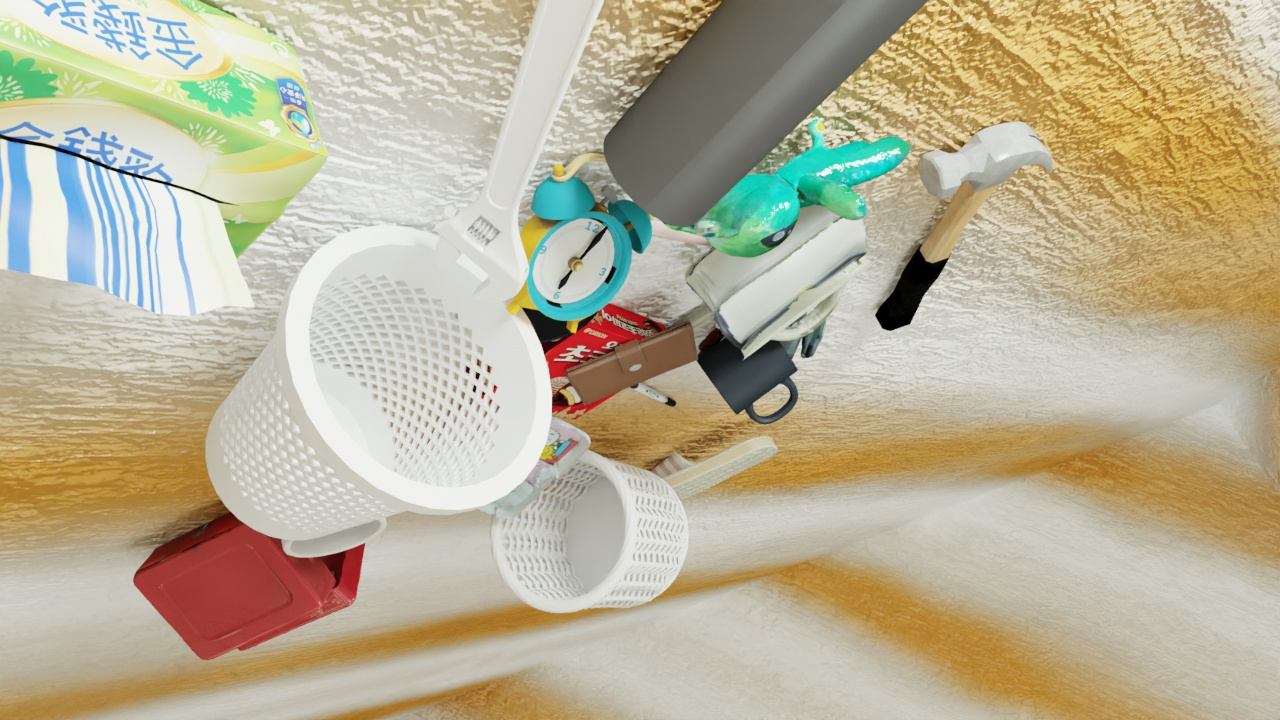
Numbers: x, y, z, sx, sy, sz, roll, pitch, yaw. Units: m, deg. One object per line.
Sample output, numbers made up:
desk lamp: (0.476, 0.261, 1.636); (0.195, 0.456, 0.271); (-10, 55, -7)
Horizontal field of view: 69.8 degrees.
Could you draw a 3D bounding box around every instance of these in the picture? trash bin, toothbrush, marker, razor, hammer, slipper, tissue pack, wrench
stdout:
trash bin: (-0.202, 0.038, 0.651); (0.200, 0.195, 0.195); (-28, 158, 39)
toothbrush: (0.059, -0.098, 0.777); (0.181, 0.018, 0.016); (6, 142, -47)
marker: (0.008, 0.035, 1.029); (0.011, 0.011, 0.152); (-29, 156, 16)
razor: (0.131, -0.018, 0.991); (0.143, 0.052, 0.047); (-12, 159, 0)
hammer: (0.303, -0.119, 0.927); (0.131, 0.039, 0.329); (-19, 157, -11)
slipper: (0.070, 0.159, 1.309); (0.263, 0.052, 0.115); (-27, 159, 20)
tissue pack: (-0.236, -0.085, 0.379); (0.197, 0.141, 0.121); (6, 144, -48)
wrench: (-0.068, -0.132, 0.535); (0.066, 0.018, 0.274); (25, 135, -6)

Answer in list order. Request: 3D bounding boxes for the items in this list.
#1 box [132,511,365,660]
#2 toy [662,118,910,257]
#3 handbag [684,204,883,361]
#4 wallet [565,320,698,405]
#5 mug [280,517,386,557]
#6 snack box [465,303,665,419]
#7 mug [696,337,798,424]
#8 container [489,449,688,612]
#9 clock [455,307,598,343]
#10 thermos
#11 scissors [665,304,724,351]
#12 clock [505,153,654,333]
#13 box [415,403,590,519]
box: (-0.402, 0.210, 0.959); (0.157, 0.156, 0.170); (-25, 130, 8)
toy: (0.107, -0.127, 0.675); (0.193, 0.072, 0.131); (-28, -160, -19)
handbag: (0.139, -0.059, 0.812); (0.151, 0.074, 0.176); (-34, 148, 6)
wallet: (-0.005, 0.005, 0.853); (0.121, 0.013, 0.087); (-22, 157, 0)
mug: (-0.286, 0.115, 0.840); (0.090, 0.090, 0.122); (-7, 153, -32)
snack box: (-0.062, 0.000, 0.859); (0.133, 0.035, 0.152); (-33, 155, 23)
mug: (0.118, 0.017, 0.942); (0.077, 0.105, 0.071); (-36, -163, 4)
container: (-0.058, 0.212, 1.134); (0.189, 0.189, 0.186); (-29, 158, 15)
clock: (-0.087, -0.049, 0.721); (0.120, 0.042, 0.091); (-13, 156, -20)
thermos: (0.082, -0.183, 0.526); (0.082, 0.082, 0.241); (2, 147, -44)
scissors: (0.096, -0.058, 0.901); (0.179, 0.015, 0.185); (-19, 157, -7)
clock: (-0.042, -0.083, 0.650); (0.099, 0.044, 0.130); (15, 110, -42)
box: (-0.162, 0.103, 0.971); (0.153, 0.066, 0.202); (9, 143, -35)
